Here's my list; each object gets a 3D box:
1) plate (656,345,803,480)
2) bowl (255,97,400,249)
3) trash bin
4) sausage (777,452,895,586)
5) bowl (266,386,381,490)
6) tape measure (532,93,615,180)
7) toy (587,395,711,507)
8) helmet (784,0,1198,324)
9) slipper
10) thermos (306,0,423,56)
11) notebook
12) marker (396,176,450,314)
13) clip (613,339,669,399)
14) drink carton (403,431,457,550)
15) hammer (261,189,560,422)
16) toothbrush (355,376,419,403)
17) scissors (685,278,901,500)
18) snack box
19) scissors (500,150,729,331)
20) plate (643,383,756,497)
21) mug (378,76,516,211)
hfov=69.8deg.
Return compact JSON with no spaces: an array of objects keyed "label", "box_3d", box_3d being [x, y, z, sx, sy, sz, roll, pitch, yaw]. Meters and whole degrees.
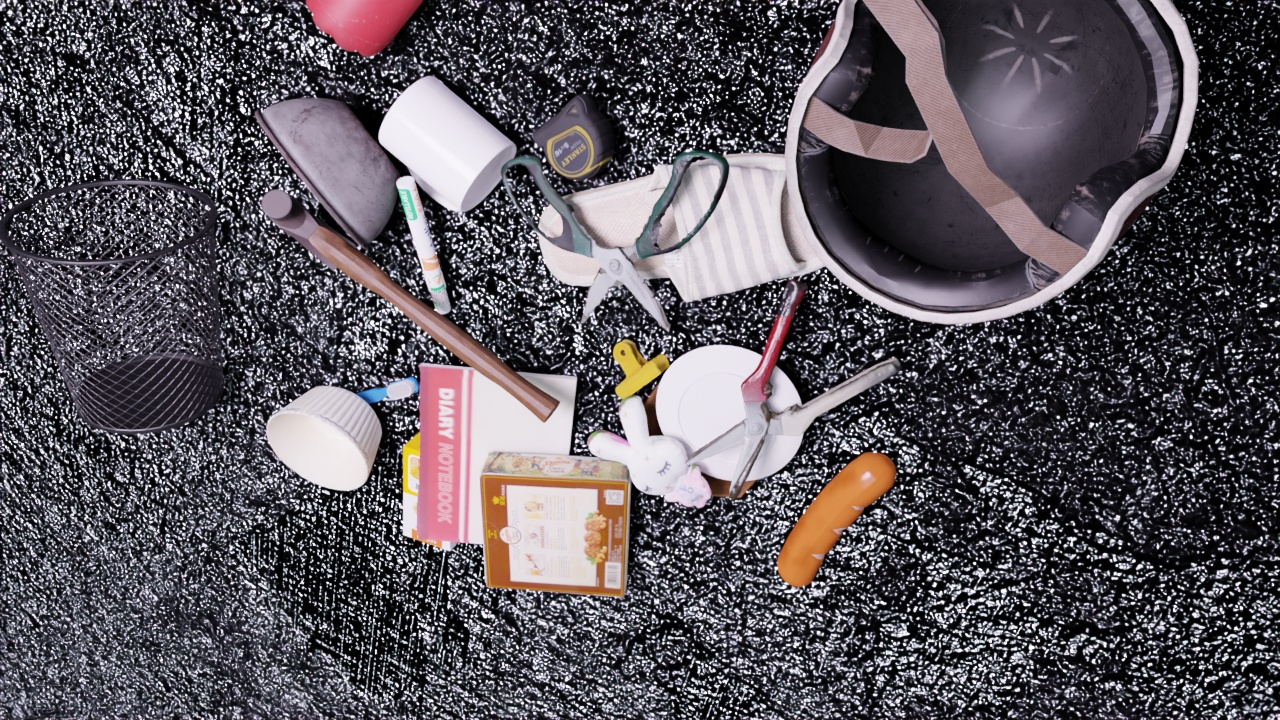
[{"label":"plate","box_3d":[0.076,0.050,0.810,0.135,0.011,0.135,9,117,17]},{"label":"bowl","box_3d":[-0.263,-0.176,0.811,0.067,0.145,0.145,-38,98,-5]},{"label":"trash bin","box_3d":[-0.517,-0.050,0.936,0.184,0.183,0.211,16,124,13]},{"label":"sausage","box_3d":[0.173,0.144,0.832,0.044,0.039,0.165,31,121,2]},{"label":"bowl","box_3d":[-0.326,0.076,0.970,0.115,0.062,0.115,11,134,12]},{"label":"tape measure","box_3d":[-0.051,-0.183,0.767,0.062,0.034,0.061,-26,99,38]},{"label":"toy","box_3d":[0.012,0.091,0.838,0.122,0.037,0.079,38,126,7]},{"label":"helmet","box_3d":[0.196,-0.146,0.559,0.233,0.252,0.234,33,146,10]},{"label":"slipper","box_3d":[0.035,-0.107,0.762,0.273,0.053,0.114,-1,108,23]},{"label":"thermos","box_3d":[-0.170,-0.343,0.715,0.241,0.073,0.073,-37,97,30]},{"label":"notebook","box_3d":[-0.148,0.102,0.923,0.153,0.012,0.209,5,117,-4]},{"label":"marker","box_3d":[-0.199,-0.103,0.849,0.017,0.017,0.146,9,135,17]},{"label":"clip","box_3d":[-0.004,0.005,0.848,0.046,0.048,0.054,22,133,-39]},{"label":"drink carton","box_3d":[-0.218,0.142,0.983,0.058,0.040,0.123,15,119,14]},{"label":"hammer","box_3d":[-0.210,-0.049,0.847,0.323,0.115,0.033,37,83,2]},{"label":"toothbrush","box_3d":[-0.304,0.044,0.985,0.167,0.014,0.016,-15,108,27]},{"label":"scissors","box_3d":[0.128,0.027,0.772,0.179,0.015,0.198,0,102,0]},{"label":"snack box","box_3d":[-0.084,0.165,0.921,0.147,0.041,0.143,3,117,2]},{"label":"scissors","box_3d":[-0.019,-0.121,0.747,0.201,0.015,0.205,50,125,2]},{"label":"plate","box_3d":[0.062,0.066,0.846,0.131,0.025,0.131,9,117,17]},{"label":"mug","box_3d":[-0.171,-0.177,0.803,0.090,0.073,0.111,40,147,0]}]
